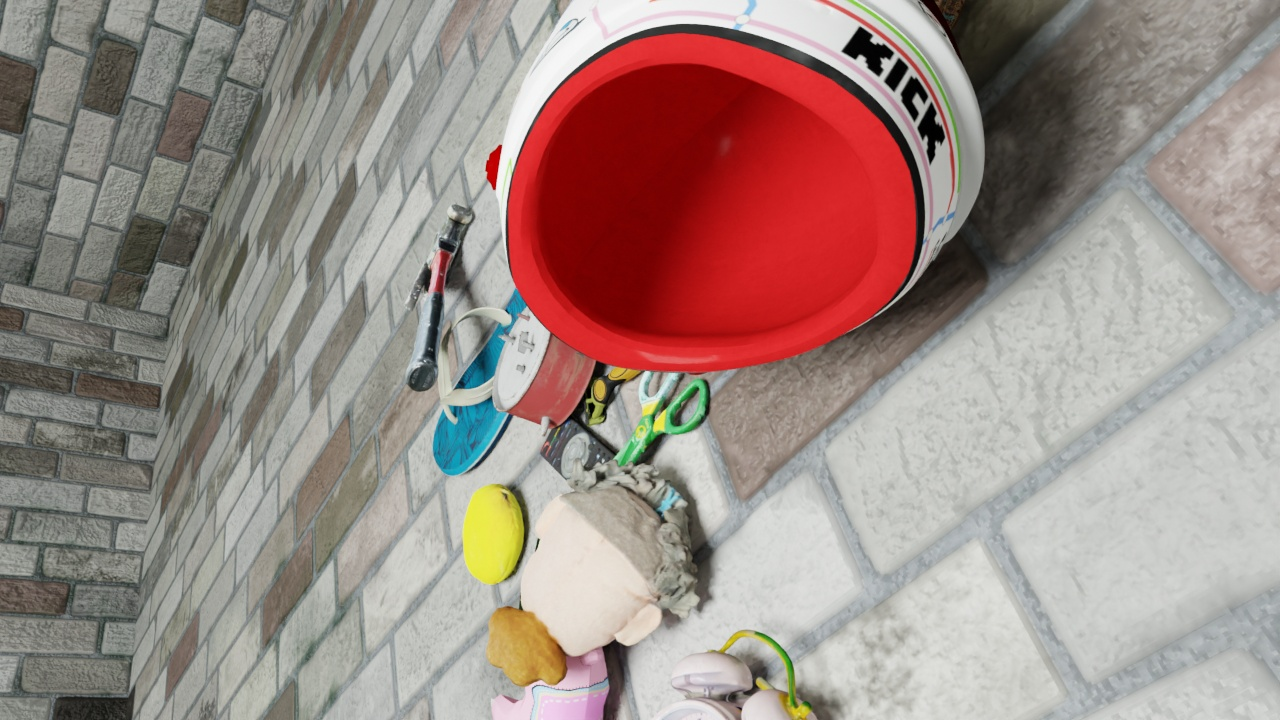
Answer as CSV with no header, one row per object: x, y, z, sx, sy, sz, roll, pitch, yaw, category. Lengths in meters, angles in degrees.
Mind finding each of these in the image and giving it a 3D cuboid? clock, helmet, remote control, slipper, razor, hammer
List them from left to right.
-0.227,-0.055,0.996,0.141,0.036,0.325,-60,20,22,hammer
-0.158,0.004,0.931,0.296,0.060,0.118,-58,41,24,slipper
-0.083,-0.019,0.815,0.110,0.062,0.157,21,88,65,clock
-0.044,0.086,0.768,0.140,0.021,0.045,32,95,56,remote control
-0.004,0.004,0.746,0.144,0.021,0.044,-37,50,40,razor
0.051,0.237,0.535,0.117,0.058,0.158,20,86,55,clock
0.055,-0.128,0.522,0.315,0.231,0.235,-26,25,50,helmet

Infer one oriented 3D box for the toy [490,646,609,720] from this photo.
-0.049,0.258,0.663,0.158,0.067,0.123,18,103,52,toy

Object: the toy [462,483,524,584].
-0.141,0.162,0.861,0.095,0.041,0.094,49,122,50,toy

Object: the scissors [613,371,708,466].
-0.002,0.050,0.707,0.132,0.013,0.078,-46,46,18,scissors

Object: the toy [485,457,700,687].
-0.033,0.154,0.641,0.175,0.076,0.133,-43,57,-8,toy

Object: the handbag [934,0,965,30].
0.118,-0.257,0.598,0.196,0.043,0.093,19,103,32,handbag

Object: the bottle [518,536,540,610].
-0.086,0.205,0.774,0.033,0.033,0.122,-15,65,52,bottle
